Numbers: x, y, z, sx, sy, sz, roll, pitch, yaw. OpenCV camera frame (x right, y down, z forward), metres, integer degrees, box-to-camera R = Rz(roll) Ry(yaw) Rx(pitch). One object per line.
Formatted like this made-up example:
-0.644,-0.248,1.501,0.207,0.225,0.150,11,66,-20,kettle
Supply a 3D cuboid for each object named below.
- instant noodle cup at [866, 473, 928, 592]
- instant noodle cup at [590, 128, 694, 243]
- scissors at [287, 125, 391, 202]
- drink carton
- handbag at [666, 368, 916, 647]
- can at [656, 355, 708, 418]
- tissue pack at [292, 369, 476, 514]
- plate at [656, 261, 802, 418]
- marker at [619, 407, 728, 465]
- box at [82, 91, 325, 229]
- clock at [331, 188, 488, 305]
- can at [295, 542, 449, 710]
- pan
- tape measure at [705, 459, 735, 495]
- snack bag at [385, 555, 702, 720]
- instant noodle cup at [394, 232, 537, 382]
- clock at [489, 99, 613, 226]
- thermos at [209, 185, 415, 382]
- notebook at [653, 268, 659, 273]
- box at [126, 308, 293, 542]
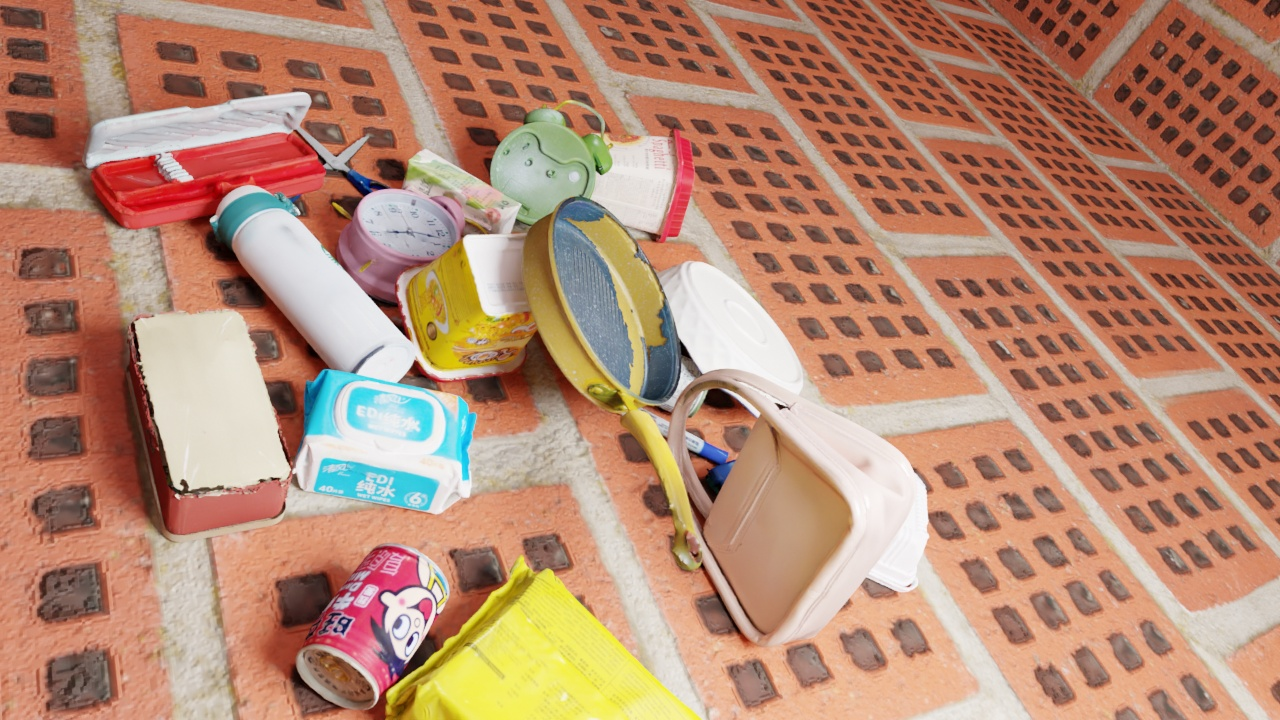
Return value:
0.215,0.138,0.921,0.173,0.061,0.137,27,39,-7,instant noodle cup
-0.007,-0.219,1.120,0.124,0.117,0.116,7,44,-11,instant noodle cup
-0.324,-0.200,0.969,0.174,0.012,0.161,41,41,13,scissors
-0.196,-0.171,0.987,0.122,0.054,0.045,30,40,0,drink carton
0.102,0.107,0.794,0.093,0.194,0.234,-11,45,-42,handbag
-0.005,0.005,0.919,0.146,0.058,0.058,23,40,-9,can
-0.202,0.062,0.731,0.140,0.063,0.089,14,42,-19,tissue pack
0.098,-0.028,0.974,0.205,0.046,0.204,39,23,-21,plate
0.020,0.065,0.906,0.146,0.017,0.016,28,40,-4,marker
-0.396,-0.200,0.846,0.200,0.098,0.095,-26,60,-41,box
-0.218,-0.116,0.910,0.158,0.060,0.117,-6,52,-39,clock
-0.180,0.179,0.620,0.066,0.067,0.093,31,40,0,can
-0.008,0.012,0.764,0.197,0.078,0.356,36,39,-47,pan
0.096,0.122,0.888,0.058,0.025,0.054,-14,59,-36,tape measure
-0.042,0.260,0.624,0.246,0.068,0.157,41,41,10,snack bag
-0.142,-0.052,0.821,0.116,0.124,0.116,-8,75,-38,instant noodle cup
-0.099,-0.219,1.032,0.116,0.161,0.056,31,-2,1,clock
-0.290,-0.068,0.808,0.224,0.073,0.073,45,41,17,thermos
-0.042,-0.087,0.972,0.149,0.012,0.211,35,27,12,notebook
-0.316,0.037,0.675,0.091,0.077,0.168,-7,53,-36,box
